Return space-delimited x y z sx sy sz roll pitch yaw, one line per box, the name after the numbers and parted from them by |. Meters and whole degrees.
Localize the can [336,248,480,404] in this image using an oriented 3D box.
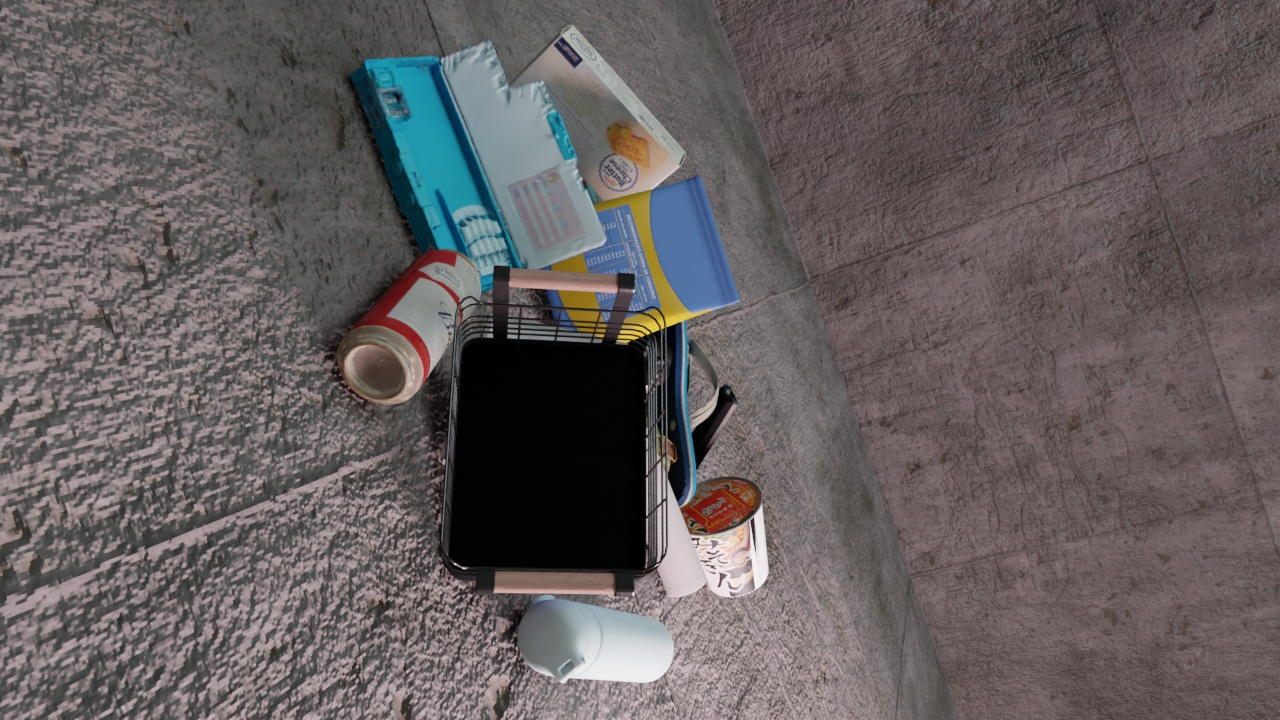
-0.182 -0.033 0.744 0.067 0.067 0.169 62 21 -23 | can

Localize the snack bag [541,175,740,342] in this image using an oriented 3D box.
-0.006 -0.108 1.056 0.102 0.205 0.159 6 67 -80 | snack bag

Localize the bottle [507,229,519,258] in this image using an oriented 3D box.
-0.112 -0.123 0.938 0.043 0.111 0.043 -17 90 -76 | bottle

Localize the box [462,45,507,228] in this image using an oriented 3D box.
-0.168 -0.233 1.014 0.127 0.034 0.209 53 25 -65 | box

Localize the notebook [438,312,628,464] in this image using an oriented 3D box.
-0.091 0.034 0.853 0.209 0.142 0.009 -82 -173 -51 | notebook

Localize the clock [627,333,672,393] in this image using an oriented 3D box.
-0.007 0.007 1.135 0.042 0.091 0.120 40 29 -38 | clock

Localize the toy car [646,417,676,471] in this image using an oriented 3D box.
0.019 0.114 1.167 0.047 0.047 0.111 45 32 -44 | toy car

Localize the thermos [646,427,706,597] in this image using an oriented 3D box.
0.017 0.172 1.102 0.224 0.052 0.052 69 20 -7 | thermos

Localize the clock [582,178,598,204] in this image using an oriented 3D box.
-0.096 -0.225 1.160 0.124 0.053 0.089 60 22 -28 | clock

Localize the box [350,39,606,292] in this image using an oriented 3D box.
-0.154 -0.185 0.878 0.181 0.072 0.227 -23 95 -27 | box

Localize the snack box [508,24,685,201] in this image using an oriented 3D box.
-0.054 -0.288 1.113 0.208 0.104 0.057 46 27 -15 | snack box

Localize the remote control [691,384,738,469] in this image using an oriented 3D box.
0.081 0.101 1.226 0.022 0.150 0.047 19 25 -23 | remote control

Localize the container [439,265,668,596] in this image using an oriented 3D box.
-0.066 0.063 0.715 0.130 0.162 0.241 115 -24 -70 | container

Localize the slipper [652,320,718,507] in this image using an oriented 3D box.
0.056 0.051 1.229 0.060 0.118 0.294 5 68 -25 | slipper

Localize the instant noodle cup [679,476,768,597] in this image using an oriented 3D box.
0.115 0.240 1.225 0.123 0.124 0.122 -71 147 -59 | instant noodle cup

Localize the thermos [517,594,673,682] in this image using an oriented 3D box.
-0.039 0.264 0.858 0.078 0.065 0.206 56 10 31 | thermos
